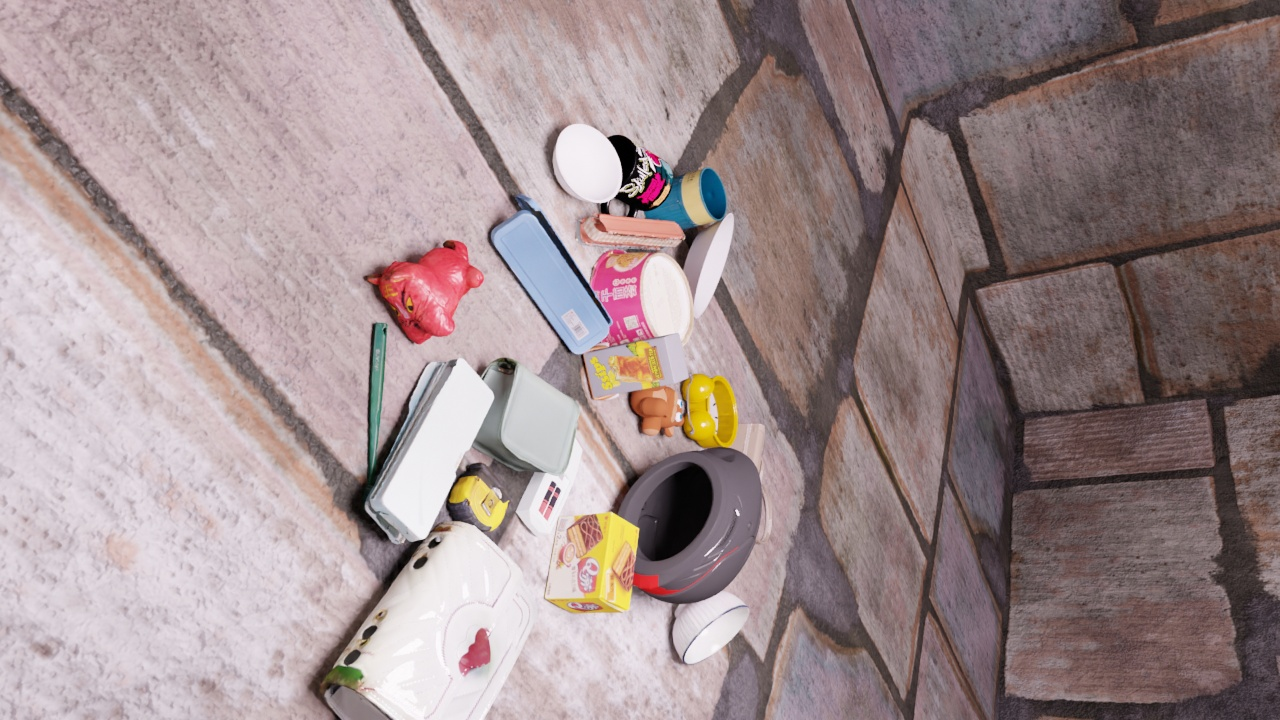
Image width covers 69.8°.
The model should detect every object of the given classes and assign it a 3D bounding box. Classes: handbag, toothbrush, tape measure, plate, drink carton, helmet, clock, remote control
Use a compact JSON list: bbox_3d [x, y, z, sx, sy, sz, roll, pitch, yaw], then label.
[{"bbox_3d":[-0.132,0.068,1.047,0.122,0.067,0.106,38,60,-46],"label":"handbag"},{"bbox_3d":[-0.258,0.054,0.902,0.016,0.017,0.189,20,65,-55],"label":"toothbrush"},{"bbox_3d":[0.188,0.231,1.519,0.198,0.062,0.175,58,38,-46],"label":"handbag"},{"bbox_3d":[-0.192,0.267,0.871,0.142,0.096,0.197,60,39,-27],"label":"handbag"},{"bbox_3d":[-0.172,0.153,0.988,0.065,0.037,0.064,63,36,-25],"label":"tape measure"},{"bbox_3d":[0.100,-0.155,1.459,0.174,0.036,0.174,21,89,-77],"label":"plate"},{"bbox_3d":[-0.007,0.007,1.206,0.048,0.125,0.076,-19,97,-63],"label":"drink carton"},{"bbox_3d":[0.073,0.224,1.235,0.263,0.164,0.170,-63,144,-32],"label":"helmet"},{"bbox_3d":[0.107,0.079,1.436,0.151,0.052,0.113,24,62,-58],"label":"clock"},{"bbox_3d":[-0.104,0.145,1.110,0.049,0.024,0.143,56,39,-32],"label":"remote control"}]

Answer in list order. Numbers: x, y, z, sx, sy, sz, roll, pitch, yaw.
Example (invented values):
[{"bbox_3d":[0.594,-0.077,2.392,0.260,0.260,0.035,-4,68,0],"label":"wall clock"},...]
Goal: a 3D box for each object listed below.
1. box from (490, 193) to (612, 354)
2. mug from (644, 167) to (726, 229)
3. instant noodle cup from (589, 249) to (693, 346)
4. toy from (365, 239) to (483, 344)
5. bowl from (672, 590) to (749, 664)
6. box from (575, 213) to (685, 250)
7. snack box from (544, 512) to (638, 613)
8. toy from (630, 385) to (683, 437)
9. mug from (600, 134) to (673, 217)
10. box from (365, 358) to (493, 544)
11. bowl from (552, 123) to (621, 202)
[{"bbox_3d":[-0.116,-0.105,1.159,0.074,0.078,0.209,-37,123,-7],"label":"box"},{"bbox_3d":[0.076,-0.246,1.425,0.113,0.107,0.083,-28,103,-56],"label":"mug"},{"bbox_3d":[0.011,-0.078,1.303,0.178,0.078,0.178,23,62,-53],"label":"instant noodle cup"},{"bbox_3d":[-0.218,-0.093,0.953,0.094,0.088,0.132,43,45,-28],"label":"toy"},{"bbox_3d":[0.089,0.365,1.294,0.062,0.118,0.118,47,16,33],"label":"bowl"},{"bbox_3d":[-0.020,-0.182,1.306,0.188,0.063,0.058,-1,66,-46],"label":"box"},{"bbox_3d":[-0.057,0.243,1.100,0.061,0.084,0.105,40,48,-46],"label":"snack box"},{"bbox_3d":[0.034,0.067,1.314,0.127,0.065,0.094,38,53,-53],"label":"toy"},{"bbox_3d":[-0.020,-0.250,1.315,0.098,0.082,0.118,15,96,-55],"label":"mug"},{"bbox_3d":[-0.212,0.085,0.923,0.083,0.066,0.198,79,21,-45],"label":"box"},{"bbox_3d":[-0.081,-0.259,1.238,0.109,0.041,0.109,13,69,-38],"label":"bowl"}]
